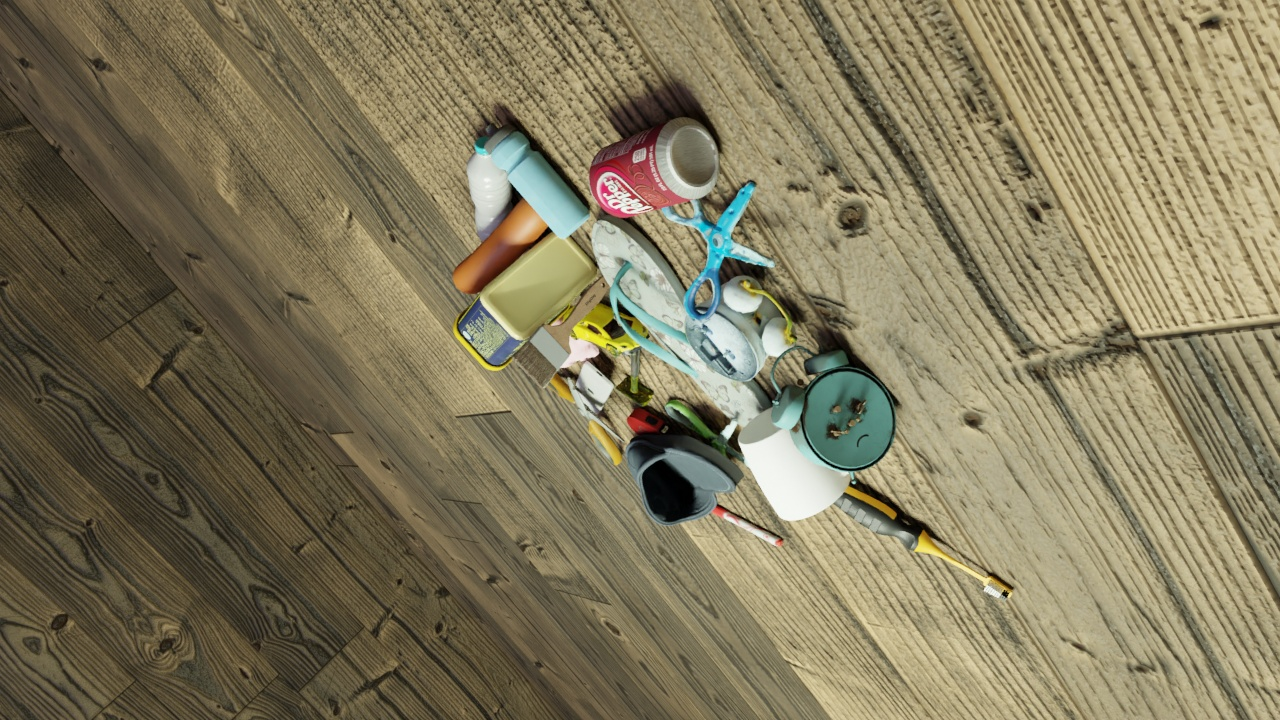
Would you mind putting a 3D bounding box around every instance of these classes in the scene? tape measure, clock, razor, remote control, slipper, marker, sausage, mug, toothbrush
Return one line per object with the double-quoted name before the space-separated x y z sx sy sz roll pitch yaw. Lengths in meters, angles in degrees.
"tape measure" 0.009 0.078 1.115 0.051 0.019 0.059 37 159 8
"clock" 0.091 -0.030 0.814 0.083 0.057 0.118 50 153 -7
"razor" -0.006 0.006 1.041 0.042 0.026 0.106 34 147 25
"remote control" -0.059 0.035 1.143 0.045 0.008 0.147 42 162 4
"slipper" 0.029 0.149 1.085 0.109 0.083 0.266 37 163 -9
"marker" 0.116 0.197 1.142 0.142 0.012 0.013 23 145 36
"sausage" -0.147 -0.121 0.974 0.039 0.044 0.165 26 135 -31
"mug" 0.158 0.088 0.878 0.114 0.080 0.087 -26 105 30
"clock" 0.160 0.042 0.786 0.124 0.090 0.053 46 163 -3
"slipper" 0.027 -0.023 0.920 0.269 0.054 0.098 50 155 -13
"toothbrush" 0.264 0.171 0.885 0.197 0.030 0.031 30 134 19

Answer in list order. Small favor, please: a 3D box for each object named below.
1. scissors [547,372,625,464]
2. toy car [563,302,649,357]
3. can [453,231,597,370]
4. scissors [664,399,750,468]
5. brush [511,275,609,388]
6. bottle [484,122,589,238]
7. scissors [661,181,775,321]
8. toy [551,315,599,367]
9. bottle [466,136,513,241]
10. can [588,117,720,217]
"scissors" -0.081 0.060 1.185 0.230 0.016 0.225 42 166 29
"toy car" -0.037 -0.037 0.994 0.107 0.049 0.030 23 143 34
"can" -0.122 -0.065 0.981 0.075 0.135 0.105 48 151 -5
"scissors" 0.091 0.096 1.020 0.171 0.024 0.166 36 152 41
"brush" -0.072 -0.039 0.934 0.045 0.142 0.008 47 156 -22
"bottle" -0.105 -0.180 0.899 0.130 0.040 0.040 49 153 -7
"scissors" 0.060 -0.092 0.771 0.134 0.011 0.140 29 120 38
"toy" -0.094 -0.024 1.087 0.093 0.050 0.102 14 151 27
"bottle" -0.157 -0.178 0.970 0.044 0.044 0.136 35 151 20
"can" 0.009 -0.155 0.749 0.114 0.063 0.063 -2 127 55
